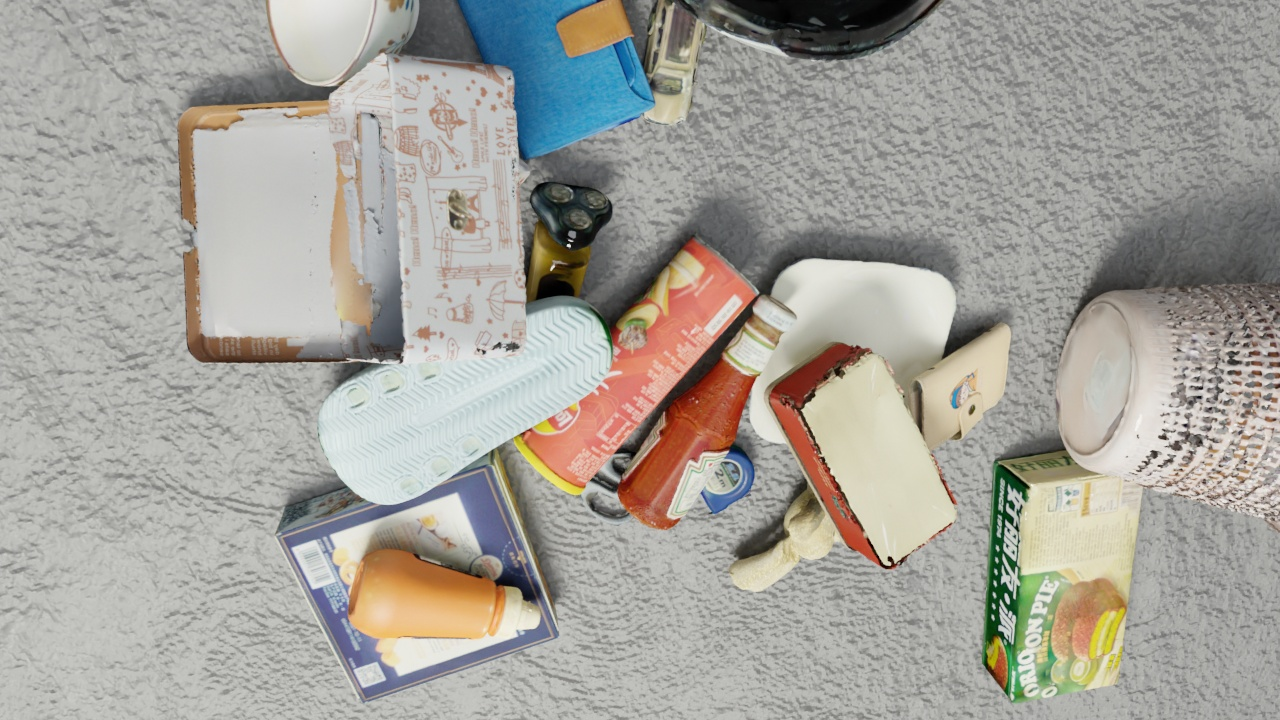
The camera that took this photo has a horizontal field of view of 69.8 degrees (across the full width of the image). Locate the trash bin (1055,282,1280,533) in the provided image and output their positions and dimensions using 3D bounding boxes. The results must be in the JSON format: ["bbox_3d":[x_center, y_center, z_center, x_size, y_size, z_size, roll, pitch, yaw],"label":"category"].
[{"bbox_3d":[0.464,0.027,0.749,0.192,0.227,0.228,6,109,1],"label":"trash bin"}]

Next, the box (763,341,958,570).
[{"bbox_3d":[0.180,0.074,0.721,0.091,0.079,0.168,-34,107,-10],"label":"box"}]

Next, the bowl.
[{"bbox_3d":[-0.185,-0.235,0.596,0.062,0.113,0.113,-14,120,-52],"label":"bowl"}]

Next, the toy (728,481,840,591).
[{"bbox_3d":[0.140,0.147,0.809,0.157,0.066,0.105,-48,143,13],"label":"toy"}]

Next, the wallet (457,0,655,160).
[{"bbox_3d":[-0.059,-0.220,0.642,0.106,0.040,0.133,-21,104,2],"label":"wallet"}]

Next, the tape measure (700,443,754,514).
[{"bbox_3d":[0.071,0.098,0.793,0.054,0.025,0.058,-29,116,-1],"label":"tape measure"}]

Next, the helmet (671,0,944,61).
[{"bbox_3d":[0.082,-0.318,0.574,0.274,0.156,0.230,36,103,-9],"label":"helmet"}]

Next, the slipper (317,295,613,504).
[{"bbox_3d":[-0.134,0.020,0.690,0.246,0.074,0.104,-26,111,11],"label":"slipper"}]

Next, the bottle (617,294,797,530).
[{"bbox_3d":[0.054,0.041,0.731,0.059,0.059,0.206,27,106,-18],"label":"bottle"}]

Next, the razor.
[{"bbox_3d":[-0.067,-0.051,0.697,0.062,0.067,0.168,8,115,-18],"label":"razor"}]

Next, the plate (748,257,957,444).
[{"bbox_3d":[0.172,-0.006,0.767,0.163,0.034,0.164,5,109,-12],"label":"plate"}]

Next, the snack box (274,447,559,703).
[{"bbox_3d":[-0.180,0.179,0.768,0.182,0.045,0.178,-18,112,-3],"label":"snack box"}]

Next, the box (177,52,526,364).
[{"bbox_3d":[-0.187,-0.087,0.596,0.274,0.126,0.179,0,93,32],"label":"box"}]

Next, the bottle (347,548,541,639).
[{"bbox_3d":[-0.150,0.191,0.723,0.149,0.066,0.067,16,106,-22],"label":"bottle"}]

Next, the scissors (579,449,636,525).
[{"bbox_3d":[-0.071,0.087,0.771,0.174,0.014,0.136,-2,109,-9],"label":"scissors"}]

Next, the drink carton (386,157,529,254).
[{"bbox_3d":[-0.136,-0.107,0.667,0.045,0.053,0.122,41,98,-18],"label":"drink carton"}]

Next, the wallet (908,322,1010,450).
[{"bbox_3d":[0.273,0.028,0.780,0.115,0.024,0.087,-29,127,-28],"label":"wallet"}]

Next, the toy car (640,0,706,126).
[{"bbox_3d":[0.023,-0.216,0.665,0.042,0.035,0.090,8,111,-11],"label":"toy car"}]

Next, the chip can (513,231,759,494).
[{"bbox_3d":[-0.004,0.004,0.715,0.073,0.073,0.217,40,96,-20],"label":"chip can"}]

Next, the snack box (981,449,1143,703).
[{"bbox_3d":[0.395,0.203,0.867,0.114,0.063,0.240,-8,111,-7],"label":"snack box"}]
